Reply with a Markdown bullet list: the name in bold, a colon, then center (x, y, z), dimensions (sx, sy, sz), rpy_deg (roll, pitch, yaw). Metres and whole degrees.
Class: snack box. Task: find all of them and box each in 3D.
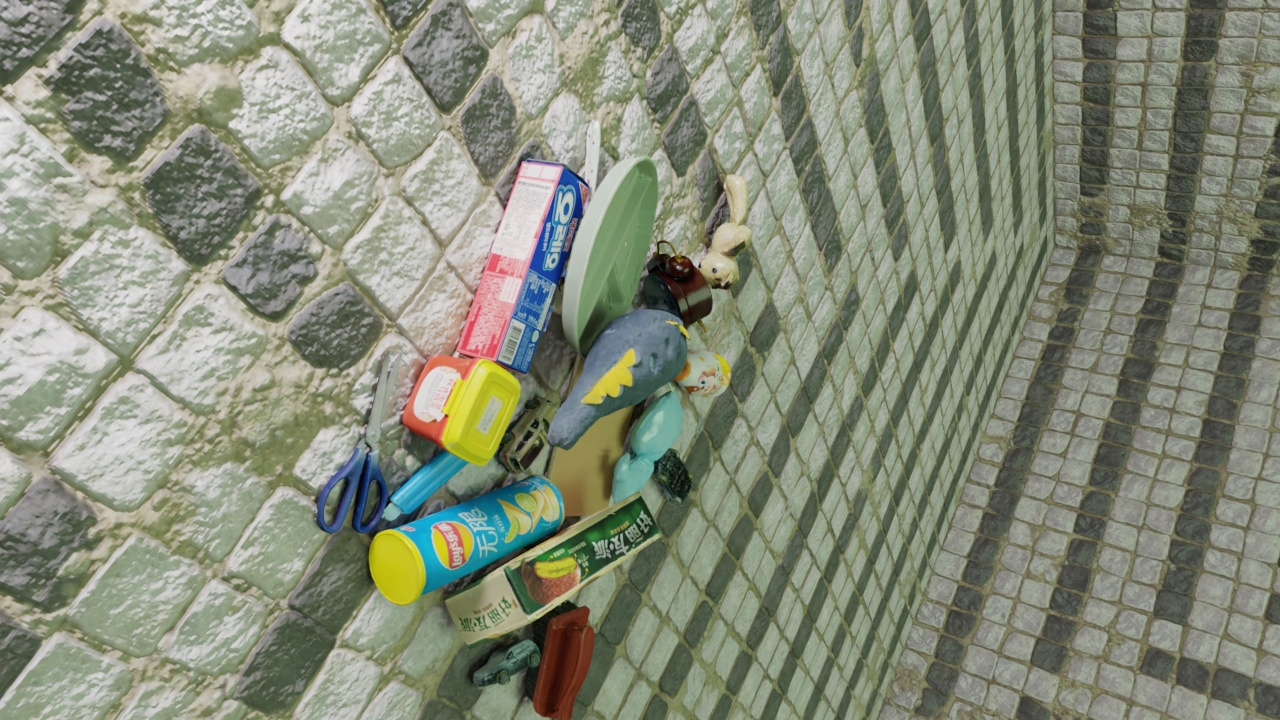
- **snack box**: center (-0.114, -0.093, 0.913), dimensions (0.057, 0.058, 0.207), rpy_deg (27, 80, -57)
- **snack box**: center (-0.090, 0.226, 1.013), dimensions (0.239, 0.115, 0.063), rpy_deg (-20, 80, -53)
- **snack box**: center (-0.170, 0.042, 0.859), dimensions (0.082, 0.080, 0.091), rpy_deg (43, 66, -55)

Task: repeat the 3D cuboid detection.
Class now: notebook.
- **notebook**: center (-0.056, 0.087, 1.118), dimensions (0.149, 0.012, 0.211), rpy_deg (15, 90, -59)

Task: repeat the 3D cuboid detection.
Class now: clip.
- **clip**: center (-0.093, -0.097, 0.963), dimensions (0.034, 0.070, 0.099), rpy_deg (34, 66, -58)

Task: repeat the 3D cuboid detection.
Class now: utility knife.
- **utility knife**: center (-0.195, 0.104, 0.905), dimensions (0.160, 0.018, 0.034), rpy_deg (-44, 133, -37)

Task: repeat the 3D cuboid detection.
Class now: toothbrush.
- **toothbrush**: center (-0.054, -0.170, 1.017), dimensions (0.017, 0.016, 0.188), rpy_deg (-25, 123, -60)

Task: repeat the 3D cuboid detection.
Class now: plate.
- **plate**: center (-0.033, -0.112, 1.000), dimensions (0.230, 0.027, 0.230), rpy_deg (19, 89, -78)

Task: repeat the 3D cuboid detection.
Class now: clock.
- **clock**: center (0.043, -0.089, 1.128), dimensions (0.055, 0.082, 0.122), rpy_deg (-27, 110, -22)

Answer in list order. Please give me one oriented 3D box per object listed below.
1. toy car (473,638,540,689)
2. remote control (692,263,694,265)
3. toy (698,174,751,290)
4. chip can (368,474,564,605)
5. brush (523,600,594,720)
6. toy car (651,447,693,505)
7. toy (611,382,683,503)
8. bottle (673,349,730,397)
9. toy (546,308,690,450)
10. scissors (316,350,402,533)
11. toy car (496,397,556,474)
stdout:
- **toy car**: center (-0.152, 0.345, 1.043), dimensions (0.090, 0.043, 0.034), rpy_deg (-12, 85, -58)
- **remote control**: center (0.041, -0.067, 1.198), dimensions (0.056, 0.020, 0.135), rpy_deg (47, 62, -54)
- **toy**: center (0.120, -0.174, 1.249), dimensions (0.105, 0.066, 0.157), rpy_deg (-171, -89, -80)
- **chip can**: center (-0.167, 0.175, 0.923), dimensions (0.209, 0.071, 0.071), rpy_deg (-15, 114, -54)
- **brush**: center (-0.096, 0.366, 1.097), dimensions (0.063, 0.069, 0.146), rpy_deg (-6, 115, -49)
- **toy car**: center (0.043, 0.161, 1.278), dimensions (0.048, 0.031, 0.105), rpy_deg (-59, 143, -24)
- **toy**: center (0.011, 0.105, 1.189), dimensions (0.161, 0.050, 0.156), rpy_deg (-16, 129, -65)
- **bottle**: center (0.077, 0.016, 1.246), dimensions (0.108, 0.063, 0.063), rpy_deg (13, 91, -57)
- **toy**: center (-0.006, 0.006, 1.022), dimensions (0.138, 0.091, 0.355), rpy_deg (-62, 169, 16)
- **scissors**: center (-0.249, 0.073, 0.815), dimensions (0.125, 0.012, 0.174), rpy_deg (-28, 123, -50)
- **toy car**: center (-0.119, 0.081, 0.997), dimensions (0.090, 0.035, 0.042), rpy_deg (-57, 144, -31)
